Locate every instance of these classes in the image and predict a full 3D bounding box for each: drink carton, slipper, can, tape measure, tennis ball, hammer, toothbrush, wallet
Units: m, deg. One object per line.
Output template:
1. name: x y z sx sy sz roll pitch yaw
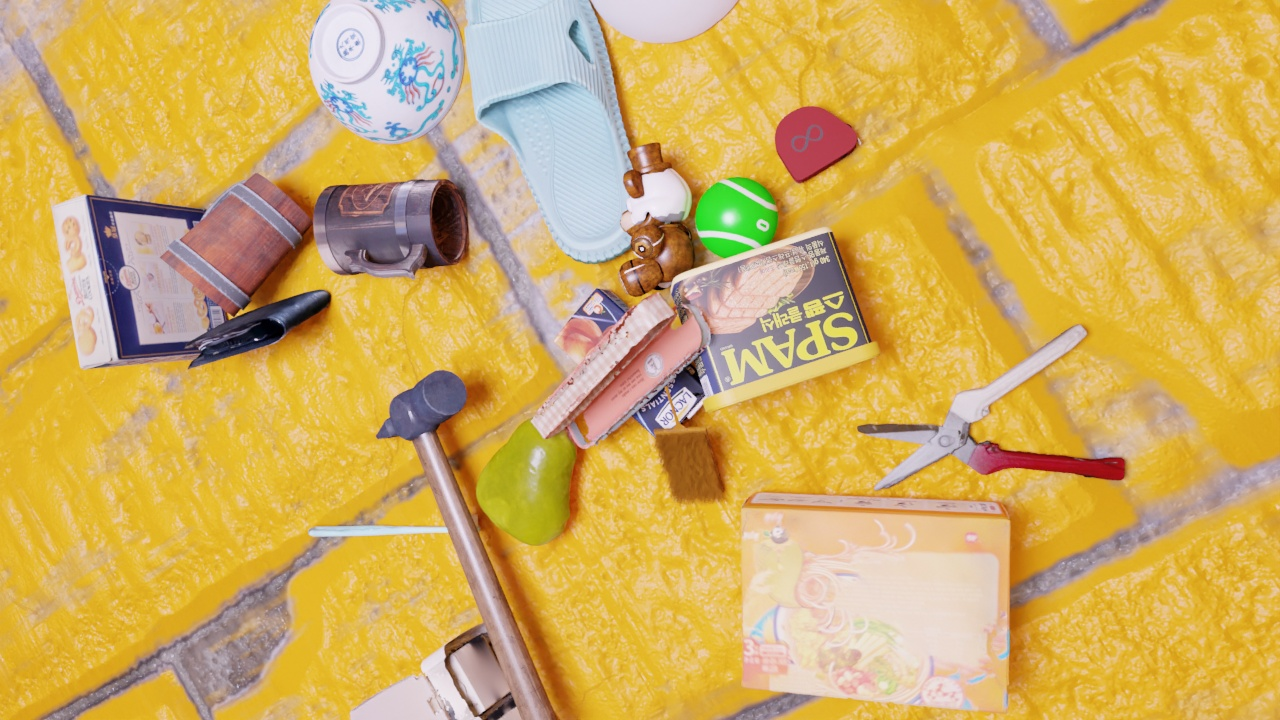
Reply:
1. drink carton: -0.005 0.004 0.772 0.130 0.040 0.064 43 104 8
2. slipper: -0.074 -0.213 0.762 0.116 0.069 0.276 -20 89 13
3. can: 0.100 -0.030 0.707 0.135 0.075 0.104 -18 85 -2
4. tape measure: 0.137 -0.176 0.729 0.059 0.019 0.051 -31 84 9
5. tennis ball: 0.076 -0.112 0.727 0.065 0.065 0.065 1 95 16
6. hammer: -0.143 0.175 0.792 0.130 0.040 0.321 -30 82 48
7. toothbrush: -0.234 0.157 0.862 0.181 0.016 0.016 -6 96 16
8. wallet: -0.353 -0.032 0.843 0.115 0.089 0.026 -16 108 15

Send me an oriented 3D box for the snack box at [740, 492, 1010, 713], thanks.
1. snack box: 0.179 0.181 0.712 0.195 0.080 0.145 0 94 16

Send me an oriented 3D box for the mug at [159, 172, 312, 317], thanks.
1. mug: -0.373 -0.113 0.839 0.117 0.081 0.111 29 73 37

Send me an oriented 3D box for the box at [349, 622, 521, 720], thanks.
1. box: -0.151 0.313 0.764 0.080 0.180 0.143 -37 77 16

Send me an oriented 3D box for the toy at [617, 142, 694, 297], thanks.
1. toy: 0.011 -0.113 0.733 0.067 0.087 0.112 -14 94 26

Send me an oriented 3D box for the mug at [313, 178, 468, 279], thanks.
1. mug: -0.219 -0.105 0.790 0.107 0.115 0.080 -2 133 15

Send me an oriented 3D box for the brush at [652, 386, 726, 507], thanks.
1. brush: 0.035 0.073 0.737 0.048 0.017 0.126 -4 134 16

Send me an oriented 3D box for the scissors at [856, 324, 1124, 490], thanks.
1. scissors: 0.278 0.047 0.709 0.198 0.015 0.179 23 101 14

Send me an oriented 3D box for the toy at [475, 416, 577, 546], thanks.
1. toy: -0.093 0.102 0.797 0.090 0.051 0.110 33 106 18

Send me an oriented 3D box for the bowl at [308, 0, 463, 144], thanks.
1. bowl: -0.235 -0.267 0.798 0.144 0.074 0.144 1 95 16

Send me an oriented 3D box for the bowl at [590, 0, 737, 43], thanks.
1. bowl: 0.016 -0.337 0.737 0.150 0.043 0.149 1 95 16

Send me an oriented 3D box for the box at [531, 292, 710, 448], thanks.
1. box: -0.021 0.016 0.710 0.067 0.056 0.188 38 134 -6

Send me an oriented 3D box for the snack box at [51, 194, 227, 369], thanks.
1. snack box: -0.449 -0.070 0.837 0.043 0.145 0.144 -10 91 17
